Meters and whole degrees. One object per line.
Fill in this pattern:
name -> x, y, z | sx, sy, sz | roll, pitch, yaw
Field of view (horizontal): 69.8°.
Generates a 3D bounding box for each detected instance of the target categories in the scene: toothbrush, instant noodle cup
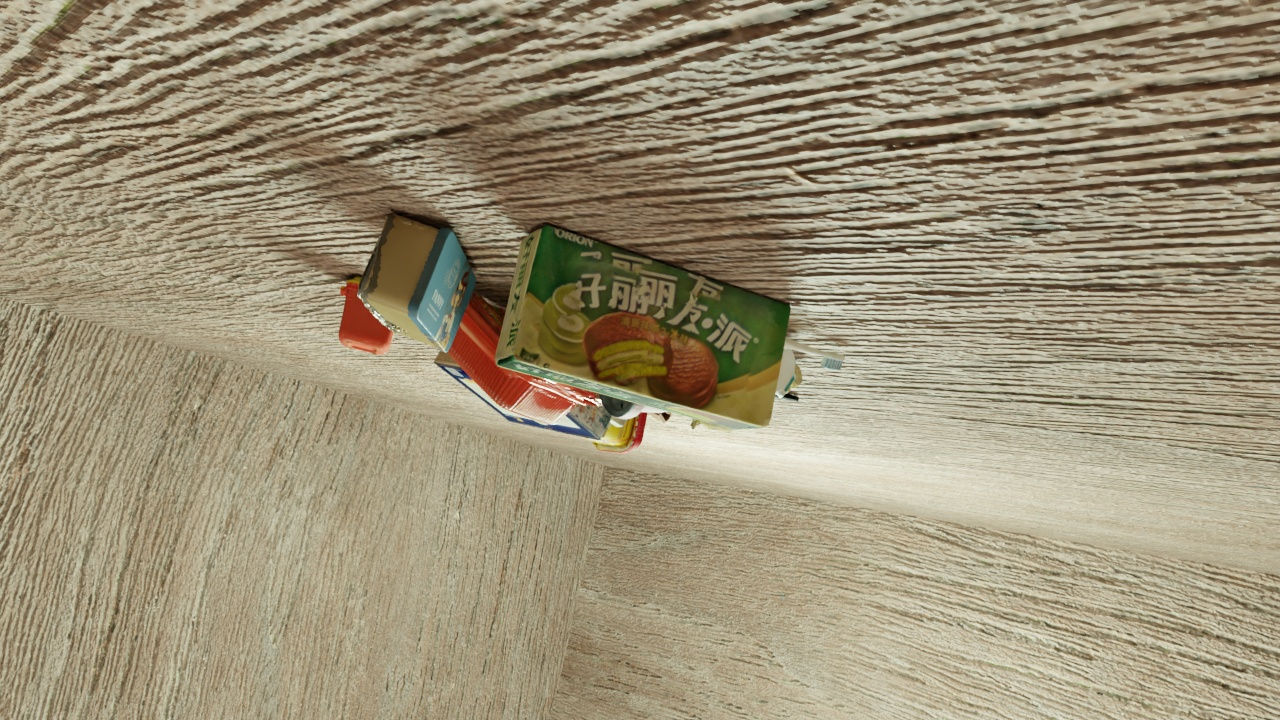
toothbrush -> 0.104, -0.028, 0.879 | 0.221, 0.026, 0.026 | 16, -165, -21
instant noodle cup -> -0.066, 0.073, 1.382 | 0.123, 0.116, 0.116 | 18, 169, -31
instant noodle cup -> -0.136, 0.003, 1.035 | 0.164, 0.079, 0.188 | 42, -173, 32

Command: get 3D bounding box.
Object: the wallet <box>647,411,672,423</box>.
wallet -> -0.018, 0.034, 1.231 | 0.132, 0.031, 0.108 | 34, 175, 13

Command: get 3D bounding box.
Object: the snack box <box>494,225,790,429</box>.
snack box -> 0.006, -0.022, 0.781 | 0.240, 0.114, 0.063 | 16, 169, -20

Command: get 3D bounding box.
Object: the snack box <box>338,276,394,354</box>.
snack box -> -0.332, -0.053, 1.122 | 0.082, 0.080, 0.091 | 16, 170, -15

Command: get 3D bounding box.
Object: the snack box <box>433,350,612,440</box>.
snack box -> -0.158, 0.039, 1.244 | 0.178, 0.045, 0.182 | 8, 156, 36

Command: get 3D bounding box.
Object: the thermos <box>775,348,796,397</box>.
thermos -> 0.076, 0.007, 1.001 | 0.073, 0.073, 0.225 | 18, 168, -31

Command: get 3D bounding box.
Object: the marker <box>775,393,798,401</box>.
marker -> 0.152, 0.040, 1.230 | 0.124, 0.015, 0.018 | 12, 175, -5

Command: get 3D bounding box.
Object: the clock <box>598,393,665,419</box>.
clock -> -0.004, 0.002, 0.931 | 0.059, 0.117, 0.159 | 5, 172, -27

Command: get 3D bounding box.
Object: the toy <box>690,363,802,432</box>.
toy -> 0.121, 0.040, 1.065 | 0.066, 0.104, 0.158 | 54, 139, -5

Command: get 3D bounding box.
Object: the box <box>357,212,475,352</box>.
box -> -0.203, -0.070, 0.846 | 0.063, 0.089, 0.184 | 19, 171, -1

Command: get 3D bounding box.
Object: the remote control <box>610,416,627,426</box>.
remote control -> -0.068, 0.042, 1.304 | 0.135, 0.056, 0.019 | 33, 158, -26
